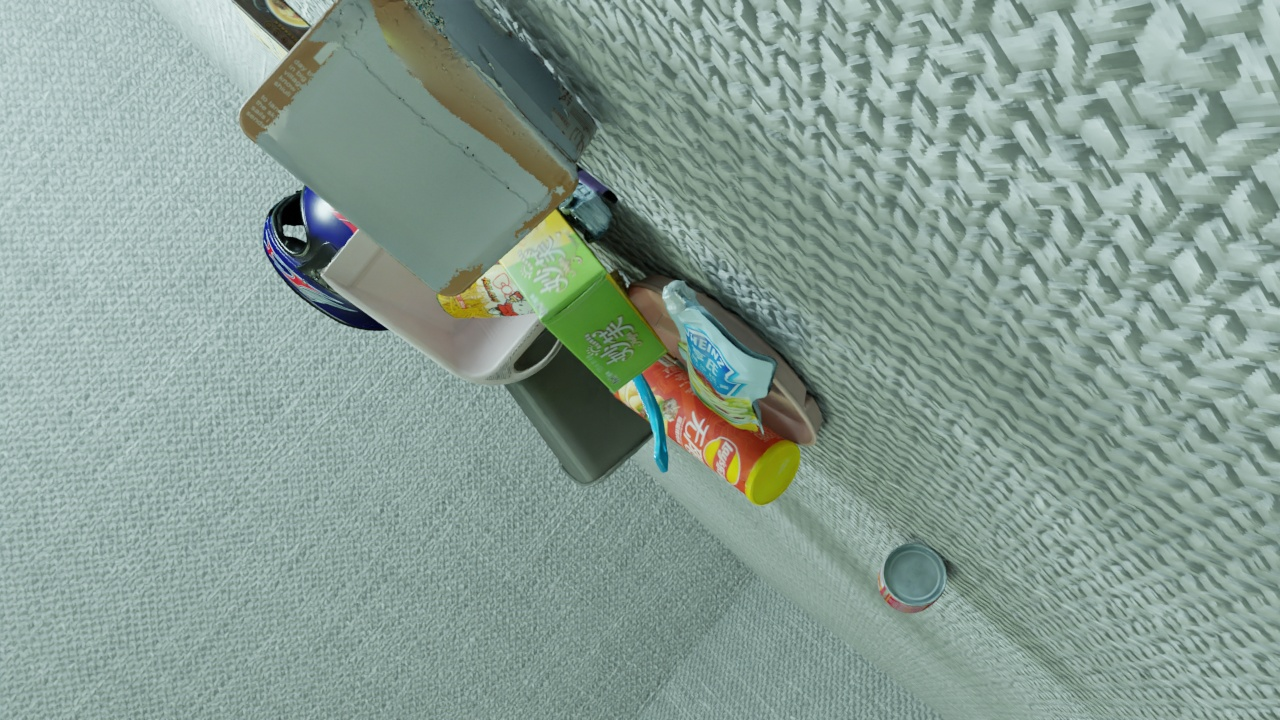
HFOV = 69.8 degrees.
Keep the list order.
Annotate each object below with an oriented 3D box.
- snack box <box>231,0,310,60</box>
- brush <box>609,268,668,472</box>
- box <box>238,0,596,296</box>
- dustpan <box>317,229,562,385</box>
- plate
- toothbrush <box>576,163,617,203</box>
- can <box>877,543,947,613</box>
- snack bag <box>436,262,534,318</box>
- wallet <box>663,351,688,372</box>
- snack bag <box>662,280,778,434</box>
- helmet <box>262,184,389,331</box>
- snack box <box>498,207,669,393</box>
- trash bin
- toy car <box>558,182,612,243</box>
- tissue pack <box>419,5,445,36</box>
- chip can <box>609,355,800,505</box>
[{"bbox_3d":[-0.441,-0.397,1.148,0.125,0.053,0.113,42,172,-7],"label":"snack box"},{"bbox_3d":[-0.005,0.005,0.903,0.083,0.046,0.254,63,-173,-46],"label":"brush"},{"bbox_3d":[-0.139,-0.148,0.595,0.147,0.147,0.181,-22,123,42],"label":"box"},{"bbox_3d":[-0.223,-0.099,1.165,0.273,0.223,0.139,32,-167,-39],"label":"dustpan"},{"bbox_3d":[0.081,-0.002,0.869,0.229,0.028,0.230,40,171,7],"label":"plate"},{"bbox_3d":[-0.090,-0.187,0.758,0.189,0.014,0.017,39,159,14],"label":"toothbrush"},{"bbox_3d":[0.293,0.238,0.994,0.066,0.066,0.094,39,171,21],"label":"can"},{"bbox_3d":[-0.131,-0.083,1.088,0.208,0.073,0.128,4,156,20],"label":"snack bag"},{"bbox_3d":[0.022,-0.005,1.090,0.132,0.031,0.108,39,162,1],"label":"wallet"},{"bbox_3d":[0.065,0.003,0.756,0.110,0.039,0.191,50,173,20],"label":"snack bag"},{"bbox_3d":[-0.451,-0.209,1.498,0.315,0.246,0.241,35,129,-1],"label":"helmet"},{"bbox_3d":[-0.077,-0.086,0.845,0.210,0.070,0.157,53,-178,33],"label":"snack box"},{"bbox_3d":[-0.094,0.033,1.344,0.220,0.199,0.199,51,170,-17],"label":"trash bin"},{"bbox_3d":[-0.051,-0.133,0.786,0.043,0.034,0.090,45,-176,-29],"label":"toy car"},{"bbox_3d":[-0.151,-0.225,0.706,0.133,0.050,0.093,42,170,-6],"label":"tissue pack"},{"bbox_3d":[0.061,0.061,0.946,0.217,0.073,0.073,36,170,36],"label":"chip can"}]
